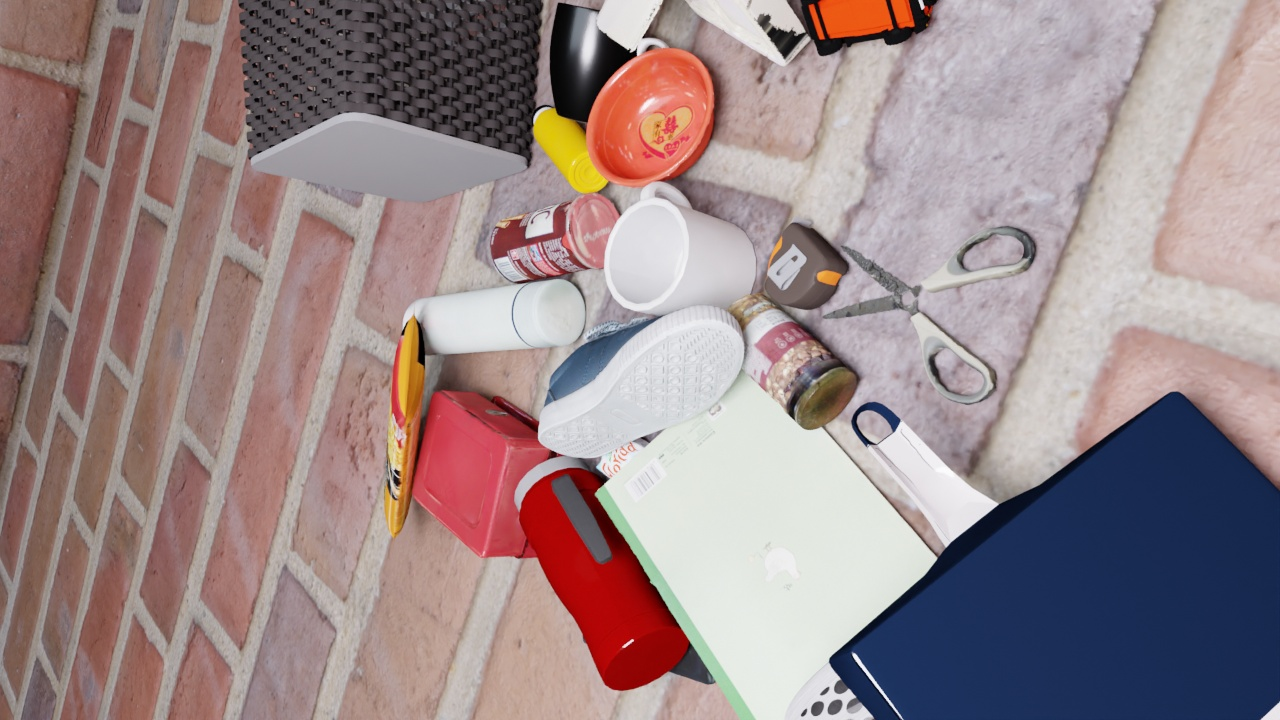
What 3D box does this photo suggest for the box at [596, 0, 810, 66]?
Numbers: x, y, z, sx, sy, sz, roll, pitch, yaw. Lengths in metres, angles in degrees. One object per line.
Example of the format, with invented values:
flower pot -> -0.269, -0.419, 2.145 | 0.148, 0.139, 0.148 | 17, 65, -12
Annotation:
box -> 0.020, -0.290, 0.723 | 0.105, 0.187, 0.143 | -48, 47, 8

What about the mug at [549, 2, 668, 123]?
mug -> -0.030, -0.274, 0.867 | 0.119, 0.084, 0.100 | 17, 110, 14

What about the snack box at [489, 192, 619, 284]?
snack box -> -0.083, -0.116, 0.889 | 0.122, 0.072, 0.072 | -5, 80, 44

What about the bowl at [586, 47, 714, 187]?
bowl -> 0.017, -0.208, 0.818 | 0.131, 0.045, 0.130 | -10, 71, 31

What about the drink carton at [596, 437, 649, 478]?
drink carton -> 0.015, 0.103, 0.787 | 0.129, 0.038, 0.044 | 29, 104, 41

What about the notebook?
notebook -> 0.090, 0.133, 0.692 | 0.182, 0.010, 0.252 | -42, 55, 6

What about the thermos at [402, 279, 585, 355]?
thermos -> -0.157, -0.042, 0.952 | 0.231, 0.067, 0.068 | -4, 81, 43

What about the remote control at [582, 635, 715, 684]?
remote control -> 0.003, 0.238, 0.791 | 0.151, 0.022, 0.047 | 1, 85, 43

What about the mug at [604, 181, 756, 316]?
mug -> 0.030, -0.094, 0.766 | 0.091, 0.090, 0.121 | -25, 68, 38

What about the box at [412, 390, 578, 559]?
box -> -0.151, 0.111, 0.913 | 0.158, 0.087, 0.129 | 24, 105, 43

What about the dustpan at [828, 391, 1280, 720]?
dustpan -> 0.217, 0.119, 0.501 | 0.236, 0.080, 0.273 | -34, 72, -12

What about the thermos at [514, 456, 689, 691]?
thermos -> -0.040, 0.166, 0.774 | 0.198, 0.084, 0.108 | 54, 161, 43

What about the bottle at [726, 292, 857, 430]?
bottle -> 0.109, -0.001, 0.702 | 0.105, 0.056, 0.056 | 47, 115, 36

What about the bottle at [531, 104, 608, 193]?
bottle -> -0.073, -0.213, 0.901 | 0.043, 0.043, 0.143 | -58, 38, 20

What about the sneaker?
sneaker -> -0.004, 0.004, 0.752 | 0.236, 0.089, 0.087 | -32, 42, 41

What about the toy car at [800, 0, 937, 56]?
toy car -> 0.170, -0.265, 0.686 | 0.100, 0.051, 0.048 | 8, 46, 45

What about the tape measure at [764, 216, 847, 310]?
tape measure -> 0.122, -0.070, 0.710 | 0.059, 0.038, 0.058 | -56, 45, 27

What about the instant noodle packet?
instant noodle packet -> -0.249, 0.071, 0.967 | 0.159, 0.032, 0.221 | -102, 22, -48

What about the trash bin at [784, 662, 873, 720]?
trash bin -> 0.189, 0.251, 0.527 | 0.157, 0.156, 0.183 | -53, 50, 24

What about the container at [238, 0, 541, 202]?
container -> -0.265, -0.324, 0.976 | 0.248, 0.245, 0.243 | -5, 84, 43

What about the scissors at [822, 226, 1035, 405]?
scissors -> 0.205, -0.041, 0.649 | 0.158, 0.012, 0.171 | -41, 57, 31
